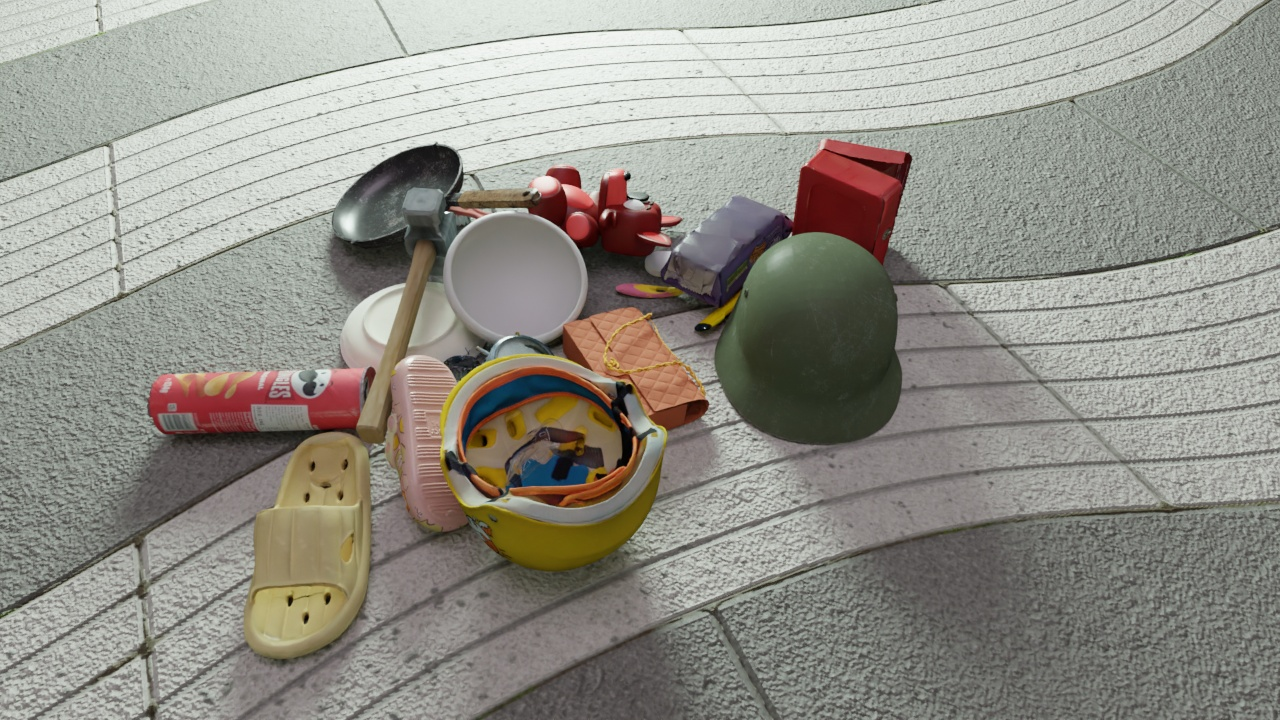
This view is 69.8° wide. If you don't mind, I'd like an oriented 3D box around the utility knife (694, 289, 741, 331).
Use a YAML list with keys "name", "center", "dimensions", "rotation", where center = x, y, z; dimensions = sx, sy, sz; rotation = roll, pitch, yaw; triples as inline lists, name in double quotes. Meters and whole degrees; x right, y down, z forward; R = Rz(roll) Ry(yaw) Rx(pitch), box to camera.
- name: "utility knife"
  center: [0.125, -0.077, 1.182]
  dimensions: [0.030, 0.017, 0.155]
  rotation: [5, 38, 49]

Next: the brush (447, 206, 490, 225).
- name: "brush"
  center: [-0.244, -0.206, 1.298]
  dimensions: [0.172, 0.030, 0.040]
  rotation: [25, 50, 24]

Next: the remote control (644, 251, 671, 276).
- name: "remote control"
  center: [0.074, -0.129, 1.238]
  dimensions: [0.136, 0.013, 0.043]
  rotation: [2, 46, 1]

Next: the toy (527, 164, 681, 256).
- name: "toy"
  center: [-0.047, -0.198, 1.236]
  dimensions: [0.197, 0.121, 0.158]
  rotation: [11, 21, 4]

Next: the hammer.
- name: "hammer"
  center: [-0.271, -0.050, 1.059]
  dimensions: [0.051, 0.117, 0.322]
  rotation: [4, 55, 3]

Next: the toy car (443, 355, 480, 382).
- name: "toy car"
  center: [-0.211, 0.039, 1.057]
  dimensions: [0.048, 0.032, 0.105]
  rotation: [1, 47, 2]

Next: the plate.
- name: "plate"
  center: [-0.282, -0.044, 1.137]
  dimensions: [0.182, 0.034, 0.182]
  rotation: [0, 46, 0]

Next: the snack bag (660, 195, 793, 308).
- name: "snack bag"
  center: [0.117, -0.153, 1.210]
  dimensions: [0.096, 0.058, 0.204]
  rotation: [26, 49, 23]

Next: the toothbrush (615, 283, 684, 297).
- name: "toothbrush"
  center: [0.035, -0.091, 1.201]
  dimensions: [0.135, 0.016, 0.021]
  rotation: [1, 47, 4]

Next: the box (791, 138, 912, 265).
- name: "box"
  center: [0.269, -0.192, 1.205]
  dimensions: [0.137, 0.158, 0.122]
  rotation: [16, 52, 16]

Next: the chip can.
- name: "chip can"
  center: [-0.416, 0.046, 1.023]
  dimensions: [0.233, 0.073, 0.073]
  rotation: [-2, 46, -1]

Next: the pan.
- name: "pan"
  center: [-0.268, -0.215, 1.235]
  dimensions: [0.358, 0.040, 0.207]
  rotation: [10, 55, 32]

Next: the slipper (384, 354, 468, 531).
- name: "slipper"
  center: [-0.227, 0.092, 0.974]
  dimensions: [0.093, 0.082, 0.197]
  rotation: [9, 58, -43]

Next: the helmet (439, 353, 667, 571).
- name: "helmet"
  center: [-0.090, 0.112, 0.916]
  dimensions: [0.208, 0.140, 0.240]
  rotation: [-22, 42, -23]

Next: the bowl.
- name: "bowl"
  center: [-0.158, -0.093, 1.143]
  dimensions: [0.176, 0.066, 0.176]
  rotation: [5, 72, -15]

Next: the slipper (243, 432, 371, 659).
- name: "slipper"
  center: [-0.323, 0.161, 0.908]
  dimensions: [0.111, 0.079, 0.261]
  rotation: [-1, 45, -6]

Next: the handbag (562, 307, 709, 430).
- name: "handbag"
  center: [-0.007, 0.007, 1.076]
  dimensions: [0.108, 0.060, 0.172]
  rotation: [-17, 48, -22]

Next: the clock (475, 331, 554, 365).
- name: "clock"
  center: [-0.130, 0.028, 1.047]
  dimensions: [0.090, 0.052, 0.129]
  rotation: [-25, 70, -39]

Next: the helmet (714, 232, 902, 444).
- name: "helmet"
  center: [0.205, -0.056, 1.066]
  dimensions: [0.227, 0.154, 0.267]
  rotation: [2, 46, 0]
